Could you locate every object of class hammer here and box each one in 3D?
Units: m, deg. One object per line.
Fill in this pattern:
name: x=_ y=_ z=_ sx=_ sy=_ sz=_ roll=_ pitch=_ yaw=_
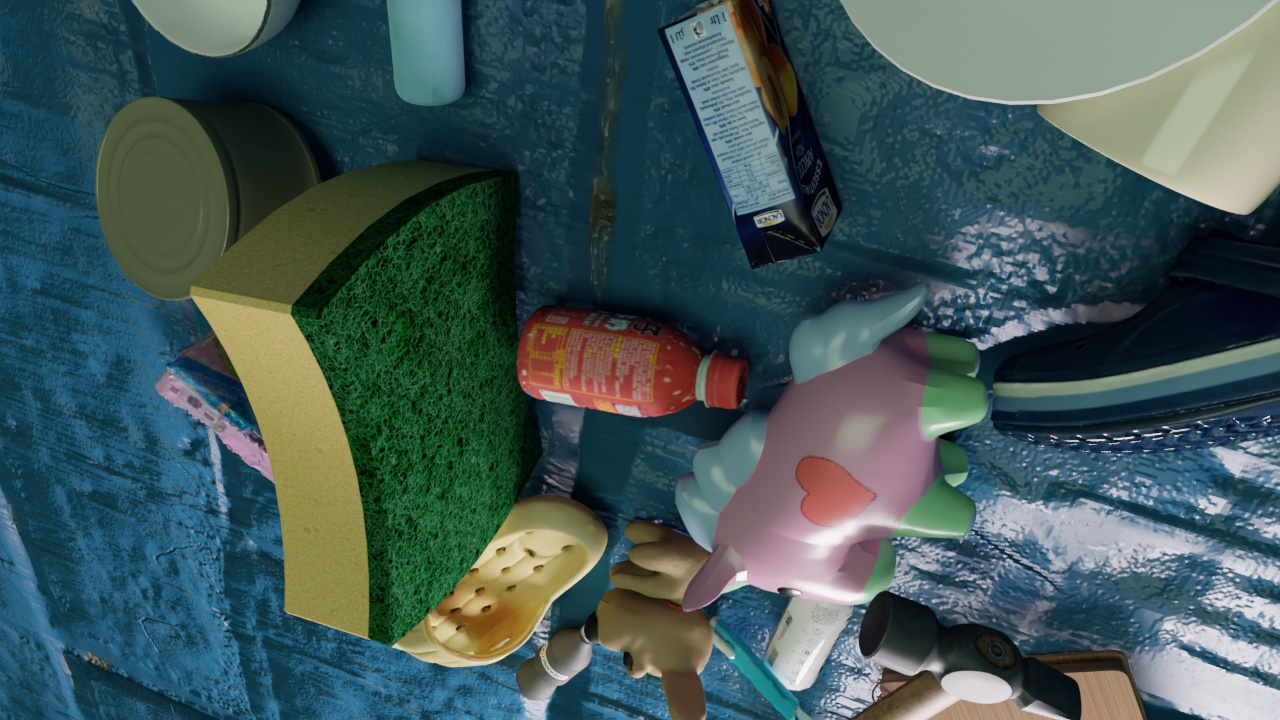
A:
hammer: x=0.155 y=0.256 z=0.630 sx=0.129 sy=0.040 sz=0.323 roll=22 pitch=139 yaw=-2

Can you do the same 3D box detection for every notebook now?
notebook: x=0.274 y=0.293 z=0.644 sx=0.169 sy=0.022 sz=0.210 roll=-15 pitch=112 yaw=30

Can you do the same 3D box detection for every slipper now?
slipper: x=0.285 y=-0.015 z=0.410 sx=0.254 sy=0.105 sz=0.095 roll=-18 pitch=72 yaw=45
slipper: x=-0.121 y=0.194 z=0.713 sx=0.111 sy=0.079 sz=0.262 roll=29 pitch=128 yaw=-28

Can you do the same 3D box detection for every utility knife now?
utility knife: x=0.083 y=0.223 z=0.648 sx=0.124 sy=0.015 sz=0.022 roll=37 pitch=129 yaw=50

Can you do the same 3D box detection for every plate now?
plate: x=0.156 y=-0.202 z=0.336 sx=0.209 sy=0.015 sz=0.208 roll=5 pitch=98 yaw=38

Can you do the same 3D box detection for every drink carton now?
drink carton: x=0.059 y=-0.116 z=0.462 sx=0.040 sy=0.064 sz=0.130 roll=-12 pitch=114 yaw=30

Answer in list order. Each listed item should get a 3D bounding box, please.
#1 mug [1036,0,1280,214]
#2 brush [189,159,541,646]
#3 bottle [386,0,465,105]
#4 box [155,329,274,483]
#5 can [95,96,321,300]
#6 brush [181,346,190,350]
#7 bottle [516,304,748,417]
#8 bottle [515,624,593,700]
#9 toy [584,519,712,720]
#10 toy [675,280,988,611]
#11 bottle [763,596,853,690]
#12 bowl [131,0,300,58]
mug: x=0.221 y=-0.131 z=0.368 sx=0.120 sy=0.096 sz=0.100 roll=50 pitch=128 yaw=38
brush: x=-0.143 y=0.018 z=0.554 sx=0.075 sy=0.194 sz=0.251 roll=11 pitch=123 yaw=18
bottle: x=-0.119 y=-0.209 z=0.501 sx=0.040 sy=0.040 sz=0.130 roll=14 pitch=124 yaw=16
box: x=-0.263 y=0.085 z=0.707 sx=0.230 sy=0.086 sz=0.106 roll=43 pitch=123 yaw=-12
can: x=-0.279 y=-0.104 z=0.593 sx=0.128 sy=0.073 sz=0.128 roll=5 pitch=102 yaw=26
brush: x=-0.311 y=0.011 z=0.741 sx=0.151 sy=0.012 sz=0.039 roll=7 pitch=121 yaw=20
bottle: x=-0.003 y=0.003 z=0.567 sx=0.138 sy=0.061 sz=0.062 roll=10 pitch=123 yaw=18
bottle: x=-0.066 y=0.247 z=0.760 sx=0.036 sy=0.036 sz=0.110 roll=39 pitch=127 yaw=-2
toy: x=0.016 y=0.175 z=0.649 sx=0.105 sy=0.134 sz=0.108 roll=8 pitch=98 yaw=-6
toy: x=0.102 y=0.056 z=0.527 sx=0.171 sy=0.119 sz=0.222 roll=1 pitch=121 yaw=13
bottle: x=0.119 y=0.177 z=0.630 sx=0.041 sy=0.041 sz=0.116 roll=22 pitch=126 yaw=10
bowl: x=-0.238 y=-0.237 z=0.523 sx=0.113 sy=0.063 sz=0.114 roll=12 pitch=124 yaw=18
